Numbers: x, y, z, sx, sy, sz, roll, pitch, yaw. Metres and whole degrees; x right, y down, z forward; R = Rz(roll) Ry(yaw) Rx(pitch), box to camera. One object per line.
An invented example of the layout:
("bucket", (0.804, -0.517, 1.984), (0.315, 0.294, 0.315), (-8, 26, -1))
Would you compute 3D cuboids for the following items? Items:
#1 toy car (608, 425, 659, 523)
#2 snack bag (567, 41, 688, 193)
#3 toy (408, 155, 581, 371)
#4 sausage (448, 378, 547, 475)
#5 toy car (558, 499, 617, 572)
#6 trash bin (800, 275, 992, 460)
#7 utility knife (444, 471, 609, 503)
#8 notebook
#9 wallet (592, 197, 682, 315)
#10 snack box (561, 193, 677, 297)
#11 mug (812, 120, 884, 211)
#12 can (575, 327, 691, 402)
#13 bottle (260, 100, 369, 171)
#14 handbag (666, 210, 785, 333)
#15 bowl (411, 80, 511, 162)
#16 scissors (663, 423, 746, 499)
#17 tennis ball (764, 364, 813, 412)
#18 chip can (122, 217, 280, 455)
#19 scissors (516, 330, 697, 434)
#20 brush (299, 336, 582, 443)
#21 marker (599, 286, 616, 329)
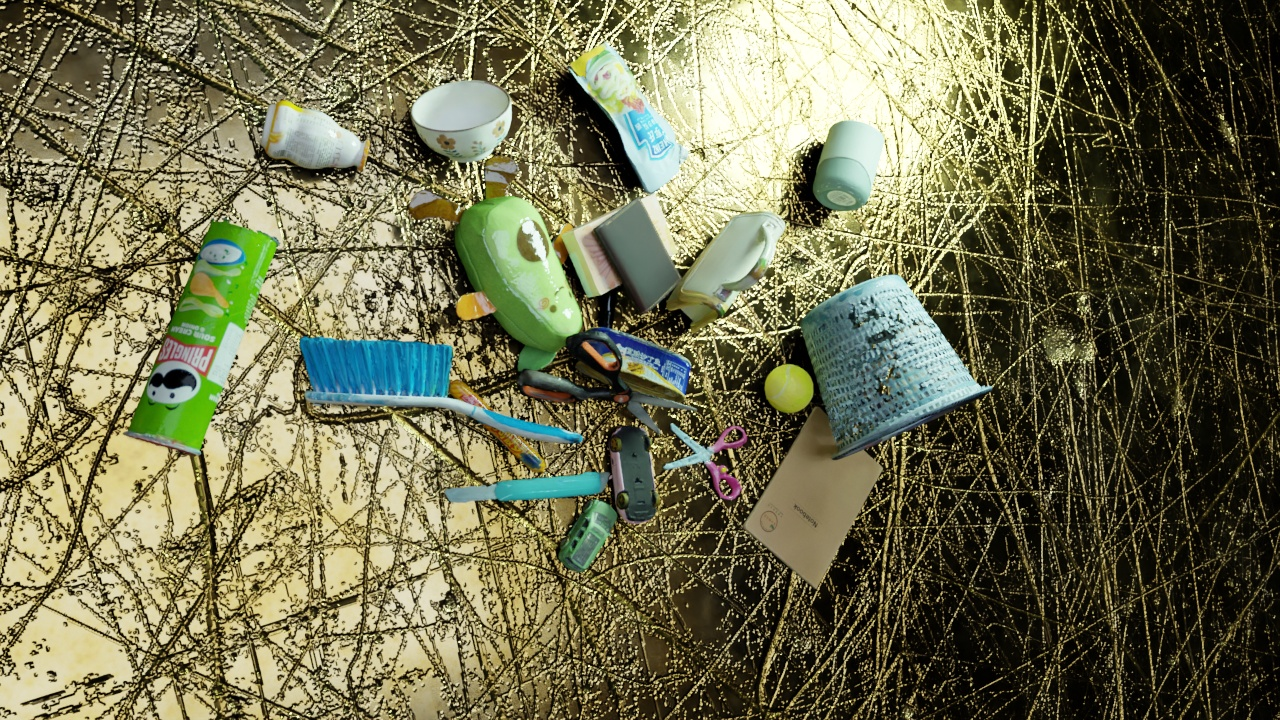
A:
("toy car", (-0.010, 0.142, 1.141), (0.056, 0.037, 0.122), (4, 71, -34))
("snack bag", (-0.012, -0.315, 1.183), (0.191, 0.039, 0.110), (53, 38, -10))
("toy", (-0.147, -0.113, 1.068), (0.226, 0.090, 0.247), (-42, 106, -40))
("sausage", (-0.167, 0.078, 1.077), (0.165, 0.021, 0.021), (46, 67, -15))
("toy car", (-0.061, 0.211, 1.109), (0.043, 0.036, 0.091), (38, 66, -16))
("trash bin", (0.321, 0.002, 1.234), (0.226, 0.227, 0.195), (-17, 76, -27))
("utility knife", (-0.131, 0.152, 1.092), (0.209, 0.013, 0.029), (0, 85, -29))
("notebook", (0.244, 0.189, 1.277), (0.148, 0.008, 0.207), (42, 68, -16))
("wallet", (0.000, -0.130, 1.132), (0.096, 0.020, 0.122), (-45, 114, -43))
("snack box", (-0.023, -0.146, 1.146), (0.156, 0.026, 0.084), (-33, 106, -40))
("mug", (0.303, -0.270, 1.323), (0.111, 0.082, 0.106), (37, 65, -52))
("can", (-0.007, 0.007, 1.137), (0.148, 0.075, 0.049), (21, 72, -23))
("bottle", (-0.353, -0.239, 0.998), (0.108, 0.063, 0.063), (14, 78, -24))
("handbag", (0.118, -0.123, 1.155), (0.063, 0.179, 0.163), (40, 70, -12))
("bowl", (-0.203, -0.270, 1.065), (0.113, 0.113, 0.062), (-32, 140, -26))
("scissors", (0.092, 0.121, 1.206), (0.133, 0.017, 0.128), (43, 70, -12))
("tennis ball", (0.201, 0.038, 1.239), (0.065, 0.066, 0.065), (3, 83, -26))
("chip can", (-0.440, -0.025, 0.928), (0.072, 0.072, 0.235), (21, 75, -23))
("scissors", (-0.037, 0.032, 1.092), (0.221, 0.222, 0.021), (2, 54, -3))
("brush", (-0.216, 0.034, 1.024), (0.314, 0.060, 0.109), (3, 89, -16))
("marker", (-0.040, -0.092, 1.160), (0.020, 0.022, 0.132), (3, 82, 10))
